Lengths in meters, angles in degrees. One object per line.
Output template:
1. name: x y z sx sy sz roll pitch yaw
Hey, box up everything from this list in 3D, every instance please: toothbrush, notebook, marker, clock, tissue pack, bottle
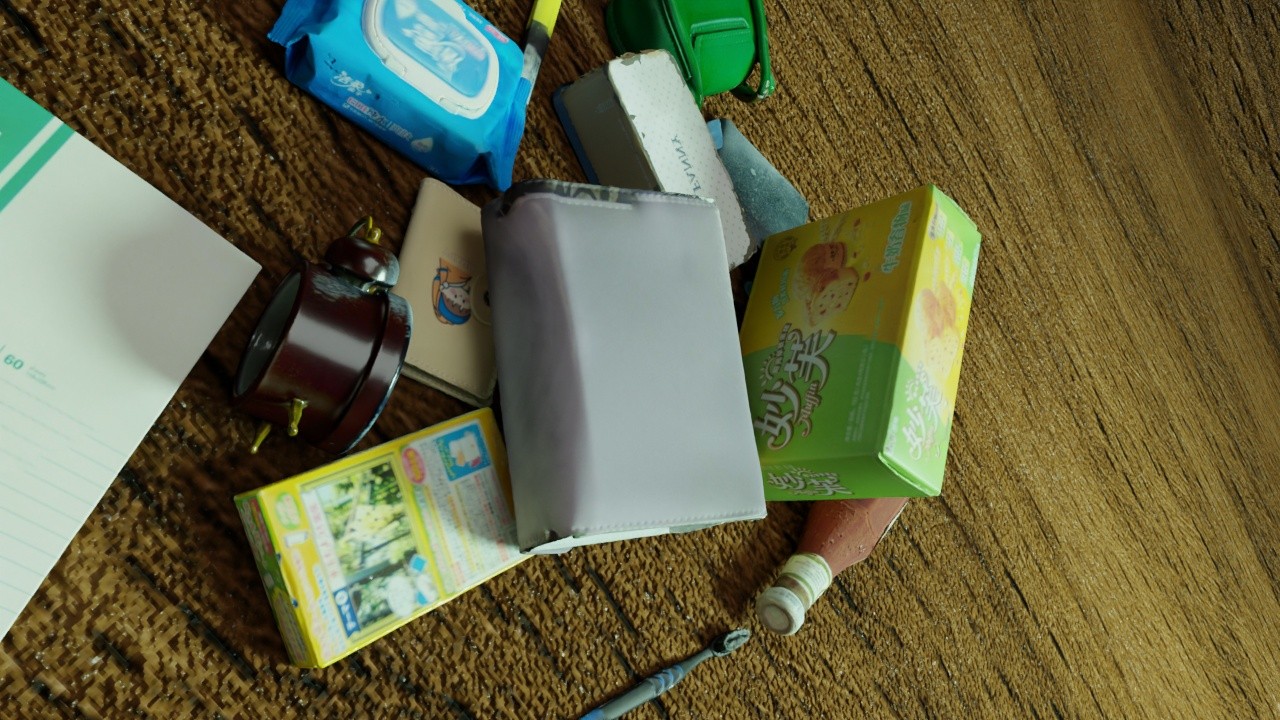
1. toothbrush: 0.009 0.204 0.575 0.189 0.016 0.014 -11 78 -46
2. notebook: -0.267 -0.006 0.363 0.150 0.012 0.208 40 53 -29
3. marker: -0.073 -0.211 0.623 0.018 0.015 0.124 29 61 -35
4. clock: -0.148 -0.014 0.436 0.055 0.082 0.121 26 62 -30
5. tissue pack: -0.126 -0.169 0.527 0.157 0.052 0.094 31 57 -35
6. bottle: 0.152 0.136 0.710 0.205 0.060 0.060 -37 104 -45

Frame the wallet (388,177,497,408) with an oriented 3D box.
1. wallet: -0.103 -0.037 0.530 0.087 0.024 0.115 32 54 -38

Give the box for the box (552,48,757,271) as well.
1. box: 0.010 -0.138 0.654 0.089 0.060 0.184 -32 99 -47

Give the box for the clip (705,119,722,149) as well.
1. clip: 0.037 -0.170 0.714 0.058 0.045 0.027 -33 128 -41

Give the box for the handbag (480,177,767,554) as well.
1. handbag: -0.016 0.005 0.526 0.144 0.099 0.197 4 72 -44

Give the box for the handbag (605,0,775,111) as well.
1. handbag: 0.046 -0.251 0.716 0.131 0.068 0.120 -32 101 -46

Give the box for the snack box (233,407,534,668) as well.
1. snack box: -0.122 0.085 0.467 0.140 0.034 0.087 -21 93 -48

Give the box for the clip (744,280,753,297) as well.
1. clip: 0.104 -0.043 0.750 0.039 0.014 0.056 -30 97 -46

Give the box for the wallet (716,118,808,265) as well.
1. wallet: 0.097 -0.131 0.764 0.121 0.019 0.097 38 52 -29

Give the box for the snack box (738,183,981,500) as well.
1. snack box: 0.146 -0.008 0.659 0.070 0.158 0.209 33 63 -32
